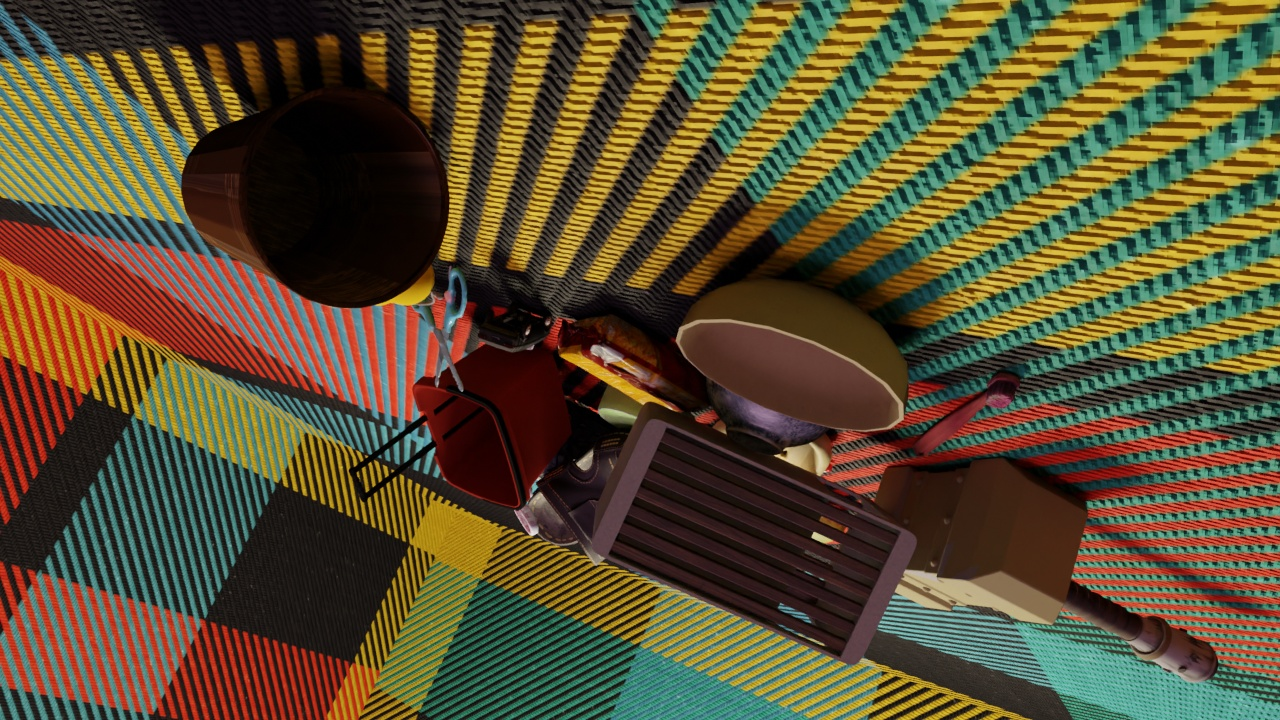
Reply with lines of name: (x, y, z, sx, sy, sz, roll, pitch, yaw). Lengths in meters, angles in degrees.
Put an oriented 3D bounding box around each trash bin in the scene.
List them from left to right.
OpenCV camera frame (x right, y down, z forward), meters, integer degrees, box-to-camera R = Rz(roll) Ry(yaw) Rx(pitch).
trash bin: (0.086, 0.136, 0.758, 0.229, 0.114, 0.114, 24, -176, -3)

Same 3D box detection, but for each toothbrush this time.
toothbrush: (0.227, 0.045, 0.654, 0.016, 0.016, 0.190, 21, 163, 6)

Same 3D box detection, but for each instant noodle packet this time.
instant noodle packet: (-0.005, 0.005, 0.799, 0.135, 0.039, 0.099, 31, 159, -21)

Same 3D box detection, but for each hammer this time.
hammer: (0.373, 0.204, 0.797, 0.324, 0.100, 0.191, 28, 163, -13)

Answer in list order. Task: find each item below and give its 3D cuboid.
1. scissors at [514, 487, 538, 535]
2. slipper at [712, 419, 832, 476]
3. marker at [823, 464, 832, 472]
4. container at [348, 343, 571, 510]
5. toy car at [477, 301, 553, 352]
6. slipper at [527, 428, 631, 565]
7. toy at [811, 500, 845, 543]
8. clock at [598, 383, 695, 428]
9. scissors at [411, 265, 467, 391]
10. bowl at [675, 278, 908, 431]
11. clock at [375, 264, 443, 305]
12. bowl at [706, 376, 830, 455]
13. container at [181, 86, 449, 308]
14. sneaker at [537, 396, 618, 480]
scissors: (-0.159, 0.140, 1.064, 0.179, 0.016, 0.103, 28, 134, 55)
slipper: (0.097, 0.135, 0.899, 0.111, 0.079, 0.262, 24, 147, 1)
marker: (0.126, 0.090, 0.932, 0.142, 0.012, 0.013, 14, 161, 27)
container: (-0.171, 0.081, 0.923, 0.127, 0.200, 0.148, 14, 131, 31)
toy car: (-0.110, -0.025, 0.807, 0.040, 0.037, 0.092, 19, -165, 11)
slipper: (-0.047, 0.150, 0.962, 0.269, 0.075, 0.113, -30, 98, 46)
toy: (0.191, 0.177, 1.042, 0.090, 0.051, 0.110, 19, 165, 22)
clock: (0.003, 0.051, 0.923, 0.094, 0.042, 0.119, 14, 161, 33)
scissors: (-0.190, -0.040, 0.852, 0.015, 0.135, 0.133, -8, -140, -40)
bowl: (0.103, -0.010, 0.594, 0.152, 0.050, 0.152, 22, 163, 7)
clock: (-0.246, -0.094, 0.806, 0.114, 0.052, 0.152, 4, 149, 48)
bowl: (0.100, 0.040, 0.734, 0.114, 0.060, 0.114, 22, 164, 6)
container: (-0.229, -0.110, 0.615, 0.167, 0.132, 0.132, 14, 162, 46)
sneaker: (-0.030, 0.107, 1.038, 0.294, 0.120, 0.127, 21, 176, -1)
